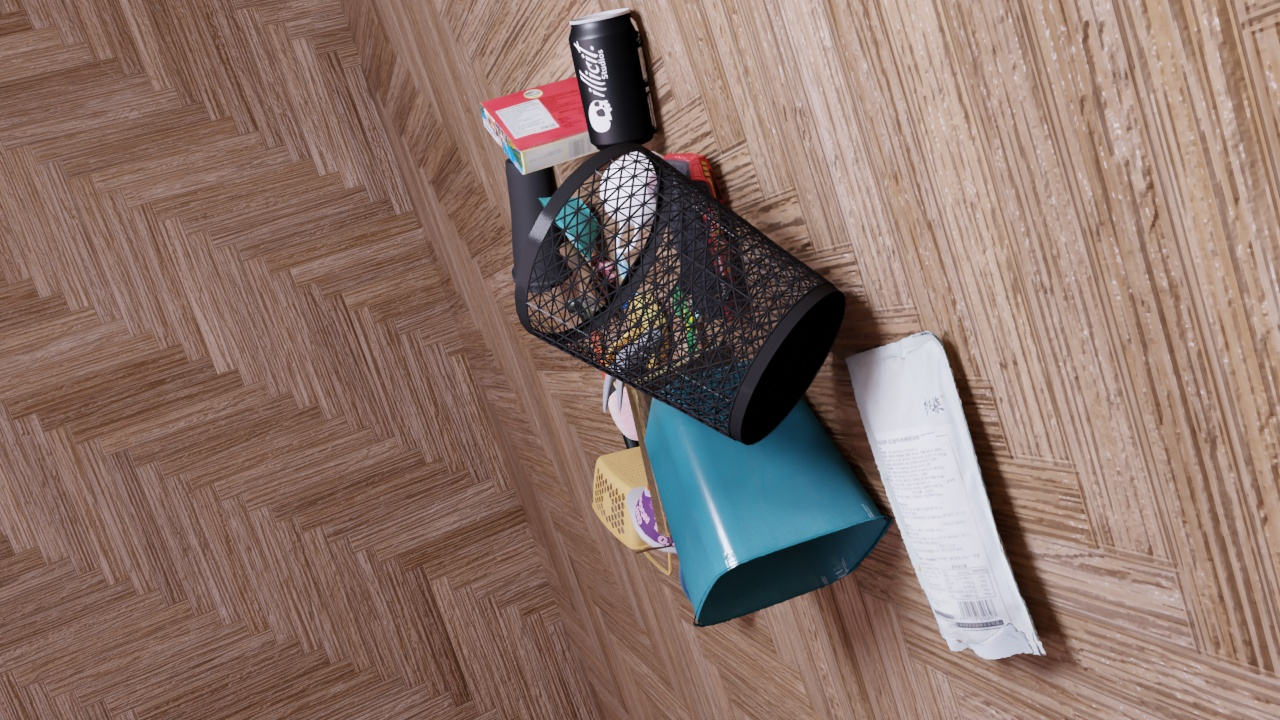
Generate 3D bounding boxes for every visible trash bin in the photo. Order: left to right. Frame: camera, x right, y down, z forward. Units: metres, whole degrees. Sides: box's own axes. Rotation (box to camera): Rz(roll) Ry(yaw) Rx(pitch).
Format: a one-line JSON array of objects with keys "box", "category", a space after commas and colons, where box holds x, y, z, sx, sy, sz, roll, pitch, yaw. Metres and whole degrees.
[{"box": [0.045, -0.054, 0.869, 0.243, 0.216, 0.217, 34, 147, 23], "category": "trash bin"}, {"box": [0.114, 0.133, 0.981, 0.197, 0.199, 0.218, 100, 152, -56], "category": "trash bin"}]

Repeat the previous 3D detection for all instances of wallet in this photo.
[{"box": [-0.075, -0.122, 1.427, 0.098, 0.027, 0.121, 52, 179, 37], "category": "wallet"}]

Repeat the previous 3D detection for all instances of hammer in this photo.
[{"box": [-0.048, 0.049, 1.590, 0.133, 0.033, 0.333, 10, 120, 68], "category": "hammer"}, {"box": [0.039, 0.119, 1.172, 0.030, 0.124, 0.311, -5, 118, 40], "category": "hammer"}]

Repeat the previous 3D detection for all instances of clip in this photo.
[{"box": [-0.055, -0.142, 1.421, 0.059, 0.023, 0.050, 15, 123, 62], "category": "clip"}]

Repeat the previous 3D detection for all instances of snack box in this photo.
[{"box": [-0.120, -0.315, 1.217, 0.145, 0.142, 0.040, 53, 158, 41], "category": "snack box"}]

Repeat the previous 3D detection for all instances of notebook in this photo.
[{"box": [0.049, 0.107, 1.123, 0.034, 0.189, 0.215, 19, 128, 54], "category": "notebook"}]

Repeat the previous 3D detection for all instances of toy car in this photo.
[{"box": [0.066, -0.136, 1.017, 0.081, 0.056, 0.189, 32, 139, 63], "category": "toy car"}]

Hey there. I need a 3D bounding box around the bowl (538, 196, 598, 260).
[{"box": [-0.097, -0.212, 1.387, 0.121, 0.046, 0.121, 50, 179, 1], "category": "bowl"}]

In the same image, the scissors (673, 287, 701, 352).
[{"box": [0.067, -0.045, 1.155, 0.117, 0.012, 0.129, 125, 134, -63], "category": "scissors"}]

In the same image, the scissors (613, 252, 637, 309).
[{"box": [-0.019, -0.104, 1.371, 0.125, 0.013, 0.130, 25, 135, 67], "category": "scissors"}]

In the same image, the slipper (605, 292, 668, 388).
[{"box": [-0.008, 0.008, 1.353, 0.264, 0.078, 0.099, 91, 155, -50], "category": "slipper"}]

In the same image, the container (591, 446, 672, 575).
[{"box": [0.003, 0.249, 1.504, 0.183, 0.129, 0.167, -146, 48, -60], "category": "container"}]

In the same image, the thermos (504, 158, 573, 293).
[{"box": [-0.178, -0.233, 1.552, 0.106, 0.105, 0.219, -139, 38, -55], "category": "thermos"}]

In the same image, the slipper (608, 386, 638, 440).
[{"box": [0.034, 0.063, 1.259, 0.222, 0.055, 0.107, -12, 107, 50], "category": "slipper"}]

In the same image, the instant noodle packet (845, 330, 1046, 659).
[{"box": [0.255, 0.112, 0.779, 0.147, 0.057, 0.269, 151, 103, -69], "category": "instant noodle packet"}]

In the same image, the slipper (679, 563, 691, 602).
[{"box": [0.103, 0.287, 1.297, 0.059, 0.104, 0.214, -65, -23, -55], "category": "slipper"}]

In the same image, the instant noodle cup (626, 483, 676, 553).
[{"box": [0.050, 0.190, 1.331, 0.137, 0.121, 0.122, 28, 137, 14], "category": "instant noodle cup"}]

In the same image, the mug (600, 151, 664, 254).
[{"box": [-0.002, -0.183, 1.073, 0.076, 0.090, 0.124, 11, 84, 58], "category": "mug"}]

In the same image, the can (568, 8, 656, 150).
[{"box": [-0.032, -0.322, 1.057, 0.080, 0.080, 0.146, 37, 144, 59], "category": "can"}]
